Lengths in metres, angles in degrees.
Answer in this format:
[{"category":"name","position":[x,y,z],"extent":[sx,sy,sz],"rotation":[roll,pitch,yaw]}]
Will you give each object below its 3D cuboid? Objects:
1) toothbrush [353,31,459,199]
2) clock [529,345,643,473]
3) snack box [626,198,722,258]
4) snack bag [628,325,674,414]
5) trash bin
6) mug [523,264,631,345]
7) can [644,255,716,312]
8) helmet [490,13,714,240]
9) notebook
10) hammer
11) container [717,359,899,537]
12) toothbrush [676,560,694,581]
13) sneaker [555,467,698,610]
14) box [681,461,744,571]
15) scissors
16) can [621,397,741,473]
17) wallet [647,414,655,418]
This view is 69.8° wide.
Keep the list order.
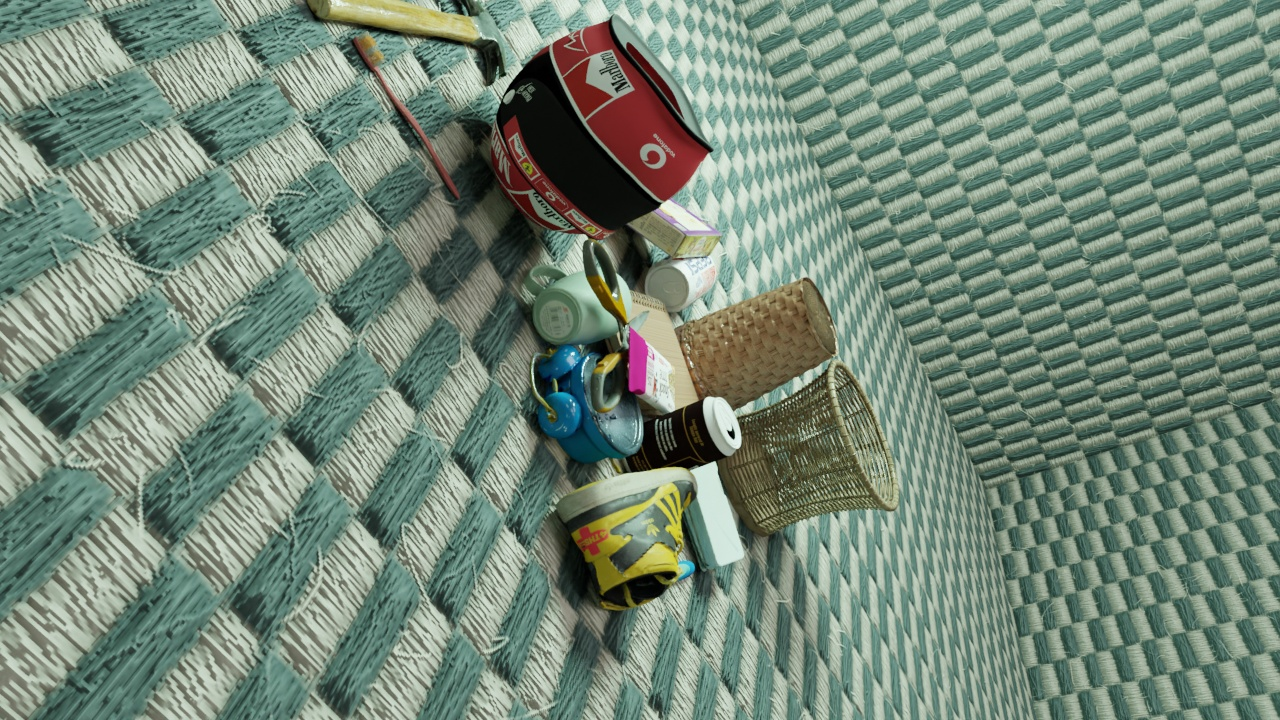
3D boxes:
[{"category":"toothbrush","position":[-0.233,-0.246,0.933],"extent":[0.184,0.016,0.015],"rotation":[60,18,-19]},{"category":"clock","position":[-0.060,0.045,0.974],"extent":[0.161,0.060,0.116],"rotation":[42,34,-40]},{"category":"snack box","position":[0.029,-0.204,1.318],"extent":[0.143,0.041,0.147],"rotation":[38,21,16]},{"category":"snack bag","position":[0.016,0.020,1.042],"extent":[0.196,0.016,0.070],"rotation":[42,48,-69]},{"category":"trash bin","position":[0.164,-0.016,1.309],"extent":[0.151,0.211,0.151],"rotation":[45,32,-40]},{"category":"mug","position":[-0.080,-0.066,1.025],"extent":[0.111,0.084,0.103],"rotation":[42,26,12]},{"category":"can","position":[0.059,-0.119,1.346],"extent":[0.078,0.078,0.135],"rotation":[64,24,-6]},{"category":"helmet","position":[-0.058,-0.247,1.030],"extent":[0.197,0.225,0.270],"rotation":[40,23,-34]},{"category":"notebook","position":[0.010,-0.012,1.182],"extent":[0.210,0.022,0.169],"rotation":[9,60,-66]},{"category":"hammer","position":[-0.244,-0.372,1.007],"extent":[0.132,0.033,0.329],"rotation":[66,24,-4]},{"category":"container","position":[0.239,0.138,1.341],"extent":[0.227,0.197,0.226],"rotation":[46,31,-39]},{"category":"toothbrush","position":[0.032,0.243,1.043],"extent":[0.135,0.017,0.022],"rotation":[11,58,-65]},{"category":"sneaker","position":[0.012,0.184,0.958],"extent":[0.238,0.086,0.122],"rotation":[7,56,-58]},{"category":"box","position":[0.071,0.162,1.151],"extent":[0.085,0.070,0.199],"rotation":[44,28,-79]},{"category":"scissors","position":[-0.023,-0.020,0.978],"extent":[0.225,0.016,0.225],"rotation":[62,28,-47]},{"category":"can","position":[0.045,0.094,1.060],"extent":[0.072,0.129,0.071],"rotation":[46,31,-39]},{"category":"wallet","position":[-0.007,0.007,1.175],"extent":[0.087,0.013,0.120],"rotation":[48,28,-41]}]
